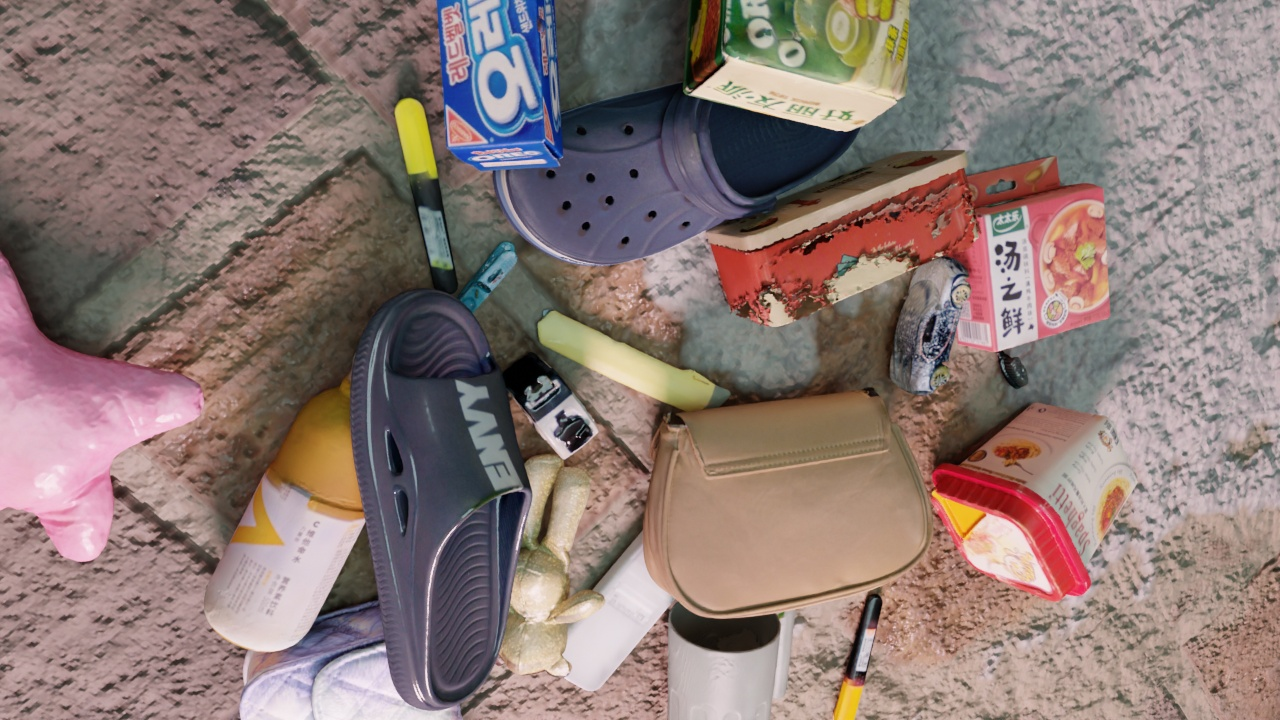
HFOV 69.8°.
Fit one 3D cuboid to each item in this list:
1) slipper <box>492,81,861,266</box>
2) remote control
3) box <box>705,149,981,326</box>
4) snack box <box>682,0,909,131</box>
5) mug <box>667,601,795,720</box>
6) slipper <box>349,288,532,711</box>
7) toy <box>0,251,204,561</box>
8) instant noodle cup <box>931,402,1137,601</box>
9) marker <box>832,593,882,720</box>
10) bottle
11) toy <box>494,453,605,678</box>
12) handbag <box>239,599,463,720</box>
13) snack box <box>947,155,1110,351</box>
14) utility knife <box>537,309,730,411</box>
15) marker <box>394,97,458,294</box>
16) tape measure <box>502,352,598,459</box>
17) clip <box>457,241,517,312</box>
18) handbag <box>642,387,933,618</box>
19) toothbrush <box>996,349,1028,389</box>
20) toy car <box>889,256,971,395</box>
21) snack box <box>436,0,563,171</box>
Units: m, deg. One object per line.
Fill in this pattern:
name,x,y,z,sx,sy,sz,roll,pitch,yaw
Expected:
slipper,0.037,-0.126,0.577,0.252,0.095,0.105,-21,108,-14
remote control,-0.013,0.184,0.686,0.056,0.020,0.136,40,90,-23
box,0.140,-0.078,0.624,0.168,0.091,0.079,-23,107,-11
snack box,0.094,-0.263,0.530,0.114,0.063,0.240,7,82,-20
mug,0.076,0.237,0.706,0.123,0.084,0.103,-13,111,-41
slipper,-0.103,0.089,0.559,0.110,0.083,0.268,-18,110,-58
toy,-0.365,0.030,0.499,0.194,0.074,0.178,39,93,-20
instant noodle cup,0.318,0.106,0.731,0.124,0.117,0.116,-41,114,-17
marker,0.184,0.255,0.776,0.018,0.015,0.124,9,100,-22
bottle,-0.202,0.085,0.570,0.068,0.068,0.189,27,92,-23
toy,-0.069,0.143,0.640,0.105,0.066,0.157,11,99,12
handbag,-0.185,0.267,0.623,0.134,0.075,0.194,-14,110,-17
snack box,0.291,-0.082,0.690,0.113,0.044,0.127,-16,104,-17
utility knife,-0.004,0.004,0.641,0.151,0.018,0.031,25,92,-25
marker,-0.132,-0.100,0.571,0.018,0.015,0.124,-13,112,-14
tape measure,-0.059,0.032,0.603,0.033,0.066,0.066,-39,112,-8
clip,-0.099,-0.052,0.591,0.013,0.038,0.055,39,100,-23
handbag,0.099,0.100,0.660,0.204,0.100,0.148,-6,91,-16
toothbrush,0.265,-0.052,0.715,0.014,0.017,0.189,-38,112,-16
toy car,0.213,-0.027,0.687,0.031,0.049,0.106,7,102,-22
snack box,-0.078,-0.212,0.501,0.058,0.057,0.207,-3,93,5
